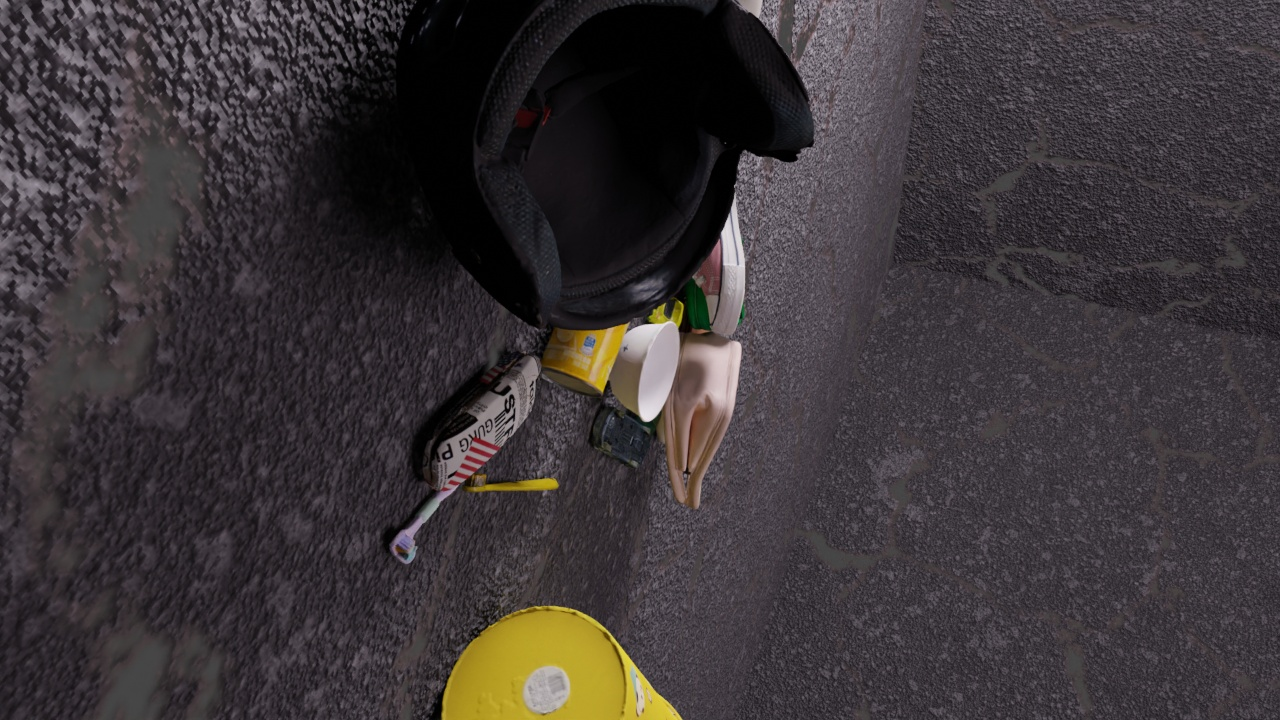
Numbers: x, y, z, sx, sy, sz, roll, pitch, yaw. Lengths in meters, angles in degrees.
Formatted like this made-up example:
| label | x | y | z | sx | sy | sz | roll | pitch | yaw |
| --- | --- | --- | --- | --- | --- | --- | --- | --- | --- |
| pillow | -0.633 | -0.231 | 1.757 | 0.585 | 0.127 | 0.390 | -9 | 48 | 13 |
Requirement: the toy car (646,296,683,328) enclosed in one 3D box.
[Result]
| label | x | y | z | sx | sy | sz | roll | pitch | yaw |
| --- | --- | --- | --- | --- | --- | --- | --- | --- | --- |
| toy car | 0.037 | -0.060 | 1.178 | 0.105 | 0.032 | 0.048 | 28 | 77 | -72 |

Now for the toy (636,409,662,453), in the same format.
| label | x | y | z | sx | sy | sz | roll | pitch | yaw |
| --- | --- | --- | --- | --- | --- | --- | --- | --- | --- |
| toy | 0.005 | 0.095 | 1.213 | 0.096 | 0.030 | 0.092 | 52 | 60 | -75 |

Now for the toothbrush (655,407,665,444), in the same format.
| label | x | y | z | sx | sy | sz | roll | pitch | yaw |
| --- | --- | --- | --- | --- | --- | --- | --- | --- | --- |
| toothbrush | 0.026 | 0.039 | 1.227 | 0.026 | 0.027 | 0.221 | -36 | 145 | -21 |

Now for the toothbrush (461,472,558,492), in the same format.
| label | x | y | z | sx | sy | sz | roll | pitch | yaw |
| --- | --- | --- | --- | --- | --- | --- | --- | --- | --- |
| toothbrush | -0.123 | 0.119 | 0.895 | 0.190 | 0.016 | 0.016 | 22 | 77 | -71 |

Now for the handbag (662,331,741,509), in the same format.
| label | x | y | z | sx | sy | sz | roll | pitch | yaw |
| --- | --- | --- | --- | --- | --- | --- | --- | --- | --- |
| handbag | 0.077 | 0.095 | 1.251 | 0.192 | 0.093 | 0.235 | -74 | 169 | -59 |

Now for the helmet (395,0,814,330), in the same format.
| label | x | y | z | sx | sy | sz | roll | pitch | yaw |
| --- | --- | --- | --- | --- | --- | --- | --- | --- | --- |
| helmet | -0.037 | -0.149 | 0.617 | 0.233 | 0.230 | 0.275 | -33 | 150 | -12 |

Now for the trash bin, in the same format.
| label | x | y | z | sx | sy | sz | roll | pitch | yaw |
| --- | --- | --- | --- | --- | --- | --- | --- | --- | --- |
| trash bin | -0.075 | 0.392 | 0.946 | 0.229 | 0.230 | 0.255 | -62 | 151 | -33 |

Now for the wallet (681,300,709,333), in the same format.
| label | x | y | z | sx | sy | sz | roll | pitch | yaw |
| --- | --- | --- | --- | --- | --- | --- | --- | --- | --- |
| wallet | 0.083 | -0.049 | 1.335 | 0.101 | 0.020 | 0.115 | -37 | 140 | -59 |

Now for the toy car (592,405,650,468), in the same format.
| label | x | y | z | sx | sy | sz | roll | pitch | yaw |
| --- | --- | --- | --- | --- | --- | --- | --- | --- | --- |
| toy car | -0.025 | 0.094 | 1.118 | 0.120 | 0.037 | 0.054 | 41 | 66 | -58 |

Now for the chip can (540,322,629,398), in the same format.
| label | x | y | z | sx | sy | sz | roll | pitch | yaw |
| --- | --- | --- | --- | --- | --- | --- | --- | --- | --- |
| chip can | -0.035 | -0.073 | 0.915 | 0.072 | 0.072 | 0.213 | 53 | 55 | -66 |

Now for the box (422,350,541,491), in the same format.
| label | x | y | z | sx | sy | sz | roll | pitch | yaw |
| --- | --- | --- | --- | --- | --- | --- | --- | --- | --- |
| box | -0.128 | 0.050 | 0.781 | 0.163 | 0.052 | 0.069 | -53 | 169 | -47 |

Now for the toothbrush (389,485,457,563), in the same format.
| label | x | y | z | sx | sy | sz | roll | pitch | yaw |
| --- | --- | --- | --- | --- | --- | --- | --- | --- | --- |
| toothbrush | -0.154 | 0.098 | 0.786 | 0.188 | 0.021 | 0.029 | -56 | 142 | -48 |

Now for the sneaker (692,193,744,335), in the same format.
| label | x | y | z | sx | sy | sz | roll | pitch | yaw |
| --- | --- | --- | --- | --- | --- | --- | --- | --- | --- |
| sneaker | 0.077 | -0.149 | 1.144 | 0.118 | 0.088 | 0.241 | 127 | -41 | -82 |

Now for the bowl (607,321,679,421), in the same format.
| label | x | y | z | sx | sy | sz | roll | pitch | yaw |
| --- | --- | --- | --- | --- | --- | --- | --- | --- | --- |
| bowl | -0.006 | 0.006 | 1.058 | 0.118 | 0.065 | 0.118 | 15 | 89 | -70 |

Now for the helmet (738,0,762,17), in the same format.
| label | x | y | z | sx | sy | sz | roll | pitch | yaw |
| --- | --- | --- | --- | --- | --- | --- | --- | --- | --- |
| helmet | 0.024 | -0.301 | 0.774 | 0.275 | 0.157 | 0.229 | 86 | 27 | -43 |

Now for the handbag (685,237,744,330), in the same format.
| label | x | y | z | sx | sy | sz | roll | pitch | yaw |
| --- | --- | --- | --- | --- | --- | --- | --- | --- | --- |
| handbag | 0.106 | -0.108 | 1.257 | 0.120 | 0.068 | 0.131 | -29 | 117 | -72 |
